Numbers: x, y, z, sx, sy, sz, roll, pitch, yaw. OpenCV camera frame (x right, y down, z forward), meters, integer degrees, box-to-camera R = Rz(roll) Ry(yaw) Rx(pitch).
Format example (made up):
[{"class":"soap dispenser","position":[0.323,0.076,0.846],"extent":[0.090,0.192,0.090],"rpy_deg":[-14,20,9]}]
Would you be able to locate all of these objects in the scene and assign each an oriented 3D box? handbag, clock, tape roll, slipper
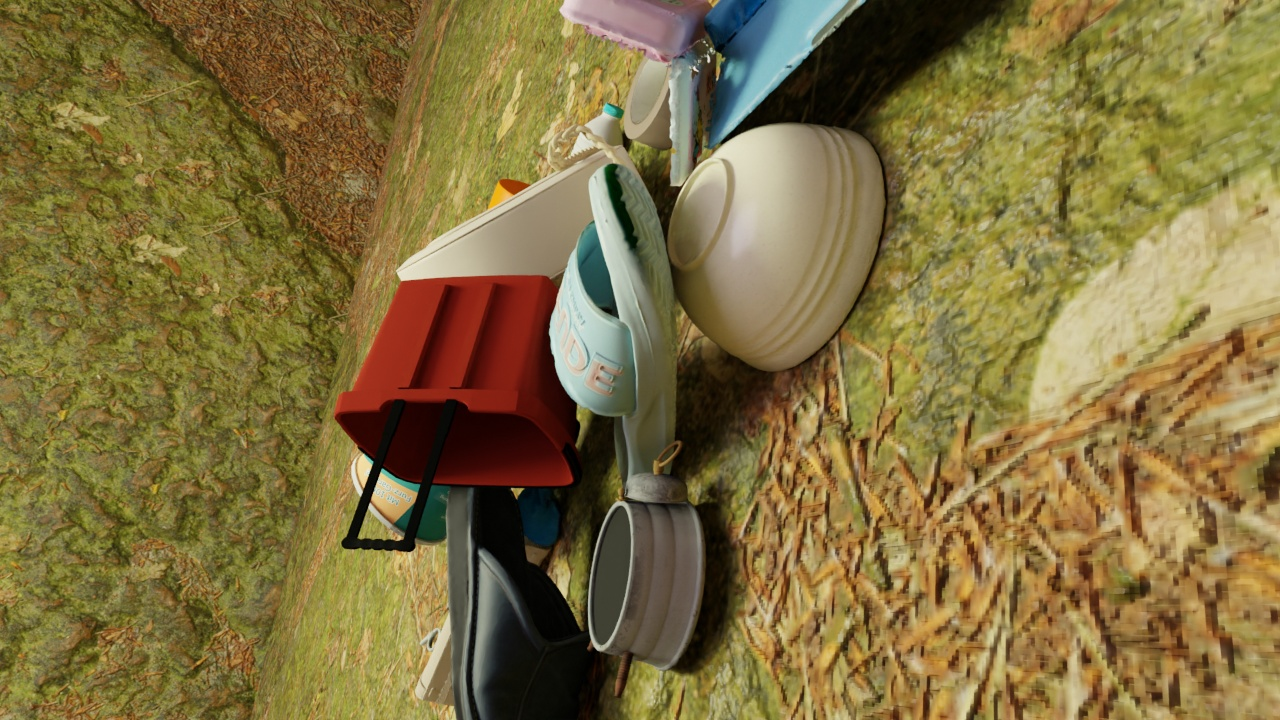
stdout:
[{"class":"handbag","position":[-0.157,0.196,0.885],"extent":[0.176,0.062,0.198],"rpy_deg":[-66,20,15]},{"class":"clock","position":[0.006,0.121,0.564],"extent":[0.104,0.056,0.148],"rpy_deg":[-169,90,-75]},{"class":"tape roll","position":[0.020,-0.229,0.784],"extent":[0.094,0.030,0.093],"rpy_deg":[-45,37,48]},{"class":"slipper","position":[-0.018,-0.003,0.572],"extent":[0.246,0.074,0.104],"rpy_deg":[88,174,-45]},{"class":"slipper","position":[-0.072,0.200,0.640],"extent":[0.084,0.109,0.265],"rpy_deg":[-14,72,15]},{"class":"handbag","position":[-0.097,-0.106,0.758],"extent":[0.210,0.103,0.208],"rpy_deg":[-30,13,-6]}]

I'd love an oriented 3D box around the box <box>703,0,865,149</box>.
[{"class":"box","position":[0.111,-0.236,0.494],"extent":[0.232,0.060,0.174],"rpy_deg":[-36,22,53]}]

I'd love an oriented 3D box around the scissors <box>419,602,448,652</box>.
[{"class":"scissors","position":[-0.195,0.294,0.949],"extent":[0.131,0.014,0.153],"rpy_deg":[-56,26,17]}]

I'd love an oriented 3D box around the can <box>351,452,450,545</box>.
[{"class":"can","position":[-0.147,0.065,0.743],"extent":[0.144,0.099,0.099],"rpy_deg":[-44,31,12]}]

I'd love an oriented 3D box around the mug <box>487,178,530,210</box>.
[{"class":"mug","position":[-0.126,-0.131,1.006],"extent":[0.112,0.077,0.096],"rpy_deg":[40,115,34]}]

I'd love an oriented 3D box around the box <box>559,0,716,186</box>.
[{"class":"box","position":[0.009,-0.192,0.616],"extent":[0.201,0.111,0.102],"rpy_deg":[-68,-3,-65]}]

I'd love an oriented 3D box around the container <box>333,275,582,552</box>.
[{"class":"container","position":[-0.117,0.049,0.596],"extent":[0.127,0.148,0.200],"rpy_deg":[67,-153,-56]}]

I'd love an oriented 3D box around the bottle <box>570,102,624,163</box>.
[{"class":"bottle","position":[-0.051,-0.184,0.897],"extent":[0.136,0.044,0.044],"rpy_deg":[-64,25,22]}]

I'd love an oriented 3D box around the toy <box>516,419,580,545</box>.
[{"class":"toy","position":[-0.110,0.095,0.814],"extent":[0.177,0.071,0.112],"rpy_deg":[10,82,46]}]

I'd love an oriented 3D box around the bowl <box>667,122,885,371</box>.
[{"class":"bowl","position":[0.064,-0.075,0.538],"extent":[0.151,0.075,0.150],"rpy_deg":[-44,38,48]}]
